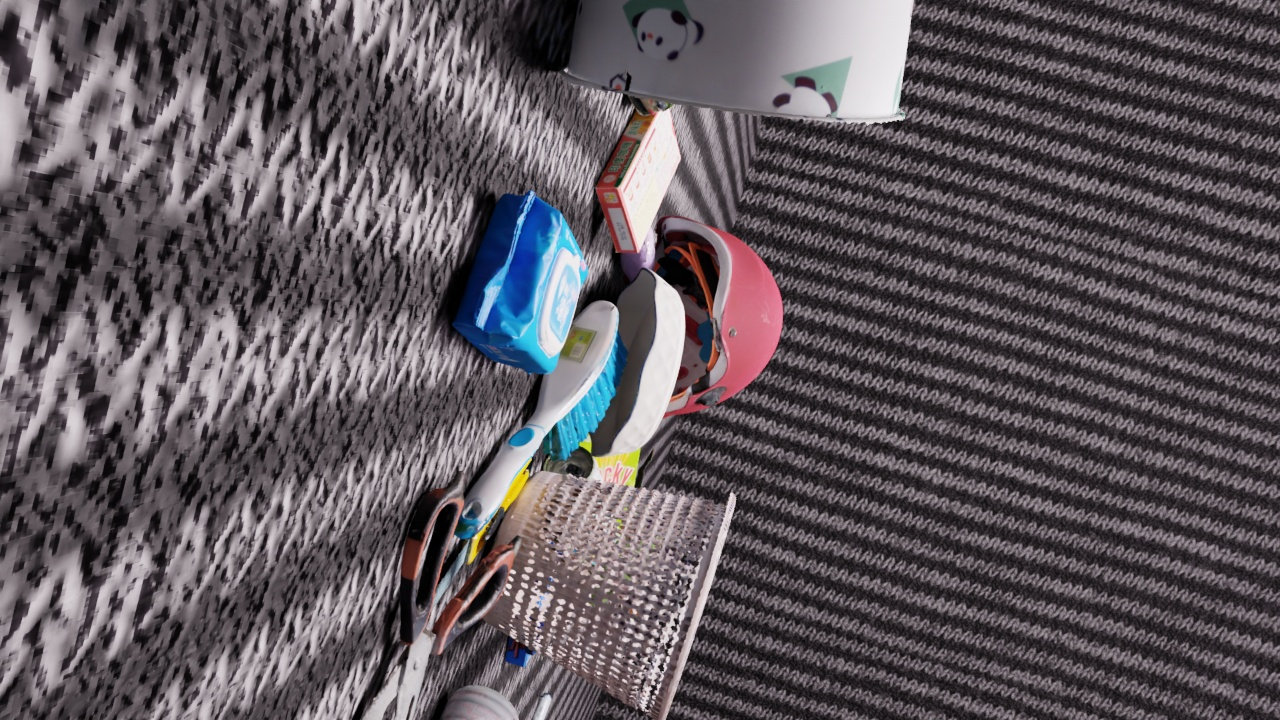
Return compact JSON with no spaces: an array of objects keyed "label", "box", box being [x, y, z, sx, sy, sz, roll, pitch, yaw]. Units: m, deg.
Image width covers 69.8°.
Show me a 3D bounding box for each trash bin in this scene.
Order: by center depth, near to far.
[{"label":"trash bin","box":[0.073,-0.292,0.566,0.229,0.230,0.252,-59,157,-65]},{"label":"trash bin","box":[-0.034,0.202,0.855,0.227,0.192,0.227,20,88,-83]}]

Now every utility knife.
[{"label":"utility knife","box":[-0.125,0.134,0.747,0.218,0.015,0.033,-61,164,-62]}]

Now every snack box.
[{"label":"snack box","box":[0.001,-0.183,0.890,0.077,0.027,0.155,72,30,-43]},{"label":"snack box","box":[-0.118,0.263,1.053,0.084,0.026,0.157,-58,163,-67]},{"label":"snack box","box":[-0.049,0.146,1.081,0.026,0.085,0.156,36,-57,51]}]

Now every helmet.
[{"label":"helmet","box":[0.074,-0.039,1.082,0.241,0.143,0.206,-58,-136,34]}]

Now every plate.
[{"label":"plate","box":[-0.006,0.006,0.975,0.205,0.045,0.205,-166,-89,-75]}]

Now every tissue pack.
[{"label":"tissue pack","box":[-0.072,-0.043,0.604,0.157,0.052,0.095,71,36,-78]}]

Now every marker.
[{"label":"marker","box":[-0.166,0.583,1.432,0.018,0.023,0.130,88,20,-49]}]

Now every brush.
[{"label":"brush","box":[-0.081,0.054,0.798,0.110,0.060,0.313,91,18,-46]}]

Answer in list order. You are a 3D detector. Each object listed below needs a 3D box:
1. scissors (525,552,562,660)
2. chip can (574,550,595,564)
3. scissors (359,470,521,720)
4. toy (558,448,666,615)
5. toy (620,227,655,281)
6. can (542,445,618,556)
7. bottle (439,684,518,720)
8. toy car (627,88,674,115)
[{"label":"scissors","box":[-0.104,0.289,1.053,0.175,0.012,0.162,-40,146,-78]},{"label":"chip can","box":[-0.049,0.148,1.163,0.071,0.071,0.210,43,64,-82]},{"label":"scissors","box":[-0.143,0.181,0.615,0.225,0.015,0.189,-51,149,-44]},{"label":"toy","box":[-0.033,0.241,1.230,0.247,0.090,0.226,-51,-143,25]},{"label":"toy","box":[-0.002,-0.117,1.023,0.108,0.039,0.083,94,-19,-64]},{"label":"can","box":[-0.064,0.154,0.996,0.147,0.058,0.058,77,27,-50]},{"label":"bottle","box":[-0.167,0.359,0.741,0.196,0.068,0.068,-59,164,-53]},{"label":"toy car","box":[0.014,-0.256,0.863,0.042,0.035,0.090,57,26,-15]}]
